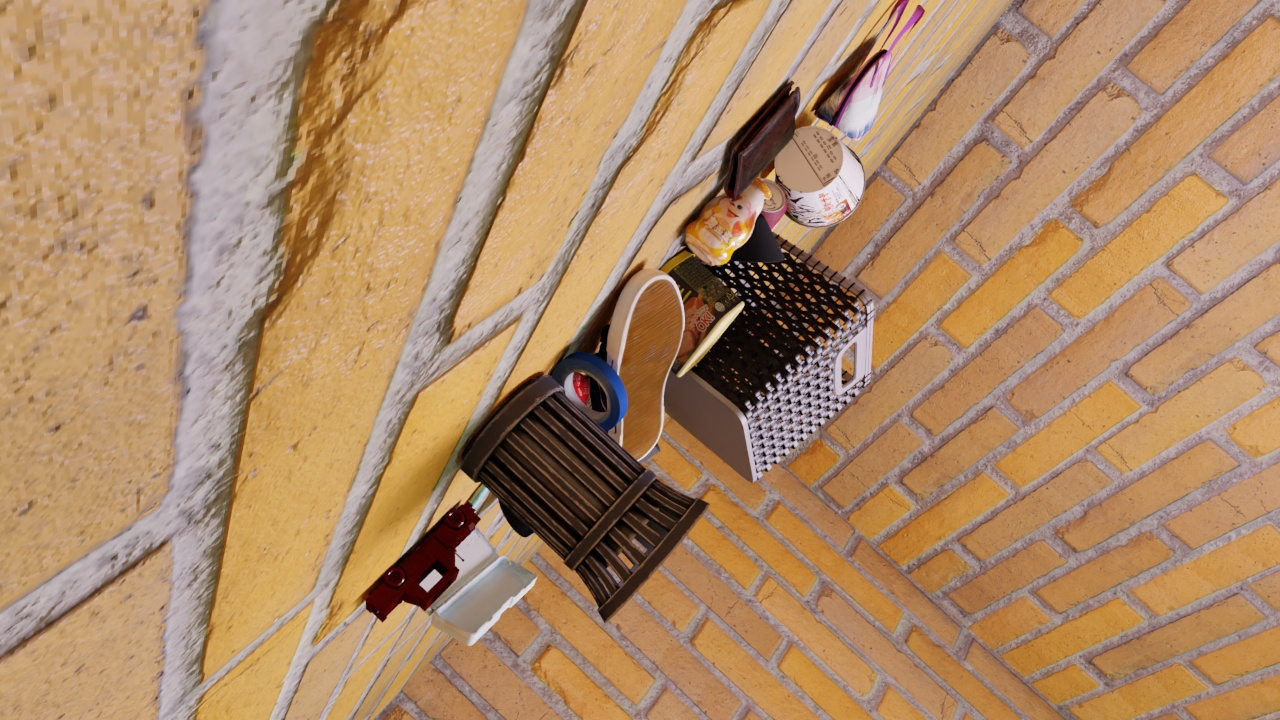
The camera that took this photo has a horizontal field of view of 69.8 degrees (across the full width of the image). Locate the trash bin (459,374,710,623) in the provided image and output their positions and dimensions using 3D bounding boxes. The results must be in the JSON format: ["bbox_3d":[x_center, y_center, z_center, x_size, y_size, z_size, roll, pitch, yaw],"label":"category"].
[{"bbox_3d":[-0.066,0.138,0.979,0.164,0.227,0.164,-47,174,-7],"label":"trash bin"}]

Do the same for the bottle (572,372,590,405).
[{"bbox_3d":[-0.083,0.040,1.118,0.041,0.042,0.142,-46,173,-17],"label":"bottle"}]

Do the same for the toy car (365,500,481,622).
[{"bbox_3d":[-0.260,0.257,1.141,0.169,0.062,0.070,-45,173,-29],"label":"toy car"}]

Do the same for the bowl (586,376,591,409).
[{"bbox_3d":[-0.042,0.037,1.295,0.115,0.059,0.115,-47,174,-7],"label":"bowl"}]

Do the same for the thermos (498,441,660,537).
[{"bbox_3d":[-0.093,0.166,1.368,0.240,0.082,0.082,-33,175,5],"label":"thermos"}]

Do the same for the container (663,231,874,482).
[{"bbox_3d":[0.163,-0.008,1.345,0.243,0.245,0.248,-42,149,-15],"label":"container"}]

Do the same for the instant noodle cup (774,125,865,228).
[{"bbox_3d":[0.227,-0.246,1.201,0.124,0.123,0.121,-49,164,9],"label":"instant noodle cup"}]

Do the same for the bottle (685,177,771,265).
[{"bbox_3d":[0.102,-0.162,1.052,0.109,0.063,0.063,-48,174,-2],"label":"bottle"}]

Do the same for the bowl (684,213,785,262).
[{"bbox_3d":[0.118,-0.157,1.125,0.123,0.124,0.052,-34,131,-66],"label":"bowl"}]

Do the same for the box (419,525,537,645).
[{"bbox_3d":[-0.235,0.306,1.263,0.043,0.136,0.196,-57,171,19],"label":"box"}]

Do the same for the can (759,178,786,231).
[{"bbox_3d":[0.145,-0.184,1.204,0.063,0.063,0.114,-45,173,-30],"label":"can"}]

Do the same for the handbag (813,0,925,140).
[{"bbox_3d":[0.296,-0.371,1.152,0.144,0.068,0.170,-41,164,-51],"label":"handbag"}]

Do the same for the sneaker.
[{"bbox_3d":[-0.024,-0.008,1.109,0.120,0.127,0.295,-30,147,-32],"label":"sneaker"}]

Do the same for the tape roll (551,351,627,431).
[{"bbox_3d":[-0.058,0.036,1.028,0.016,0.093,0.091,-41,155,-47],"label":"tape roll"}]

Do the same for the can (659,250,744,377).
[{"bbox_3d":[0.054,-0.058,1.169,0.072,0.101,0.131,-37,168,-47],"label":"can"}]

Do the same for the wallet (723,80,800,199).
[{"bbox_3d":[0.127,-0.232,0.974,0.099,0.031,0.120,-50,171,-7],"label":"wallet"}]

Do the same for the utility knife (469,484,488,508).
[{"bbox_3d":[-0.224,0.195,1.216,0.169,0.015,0.022,-53,172,20],"label":"utility knife"}]
